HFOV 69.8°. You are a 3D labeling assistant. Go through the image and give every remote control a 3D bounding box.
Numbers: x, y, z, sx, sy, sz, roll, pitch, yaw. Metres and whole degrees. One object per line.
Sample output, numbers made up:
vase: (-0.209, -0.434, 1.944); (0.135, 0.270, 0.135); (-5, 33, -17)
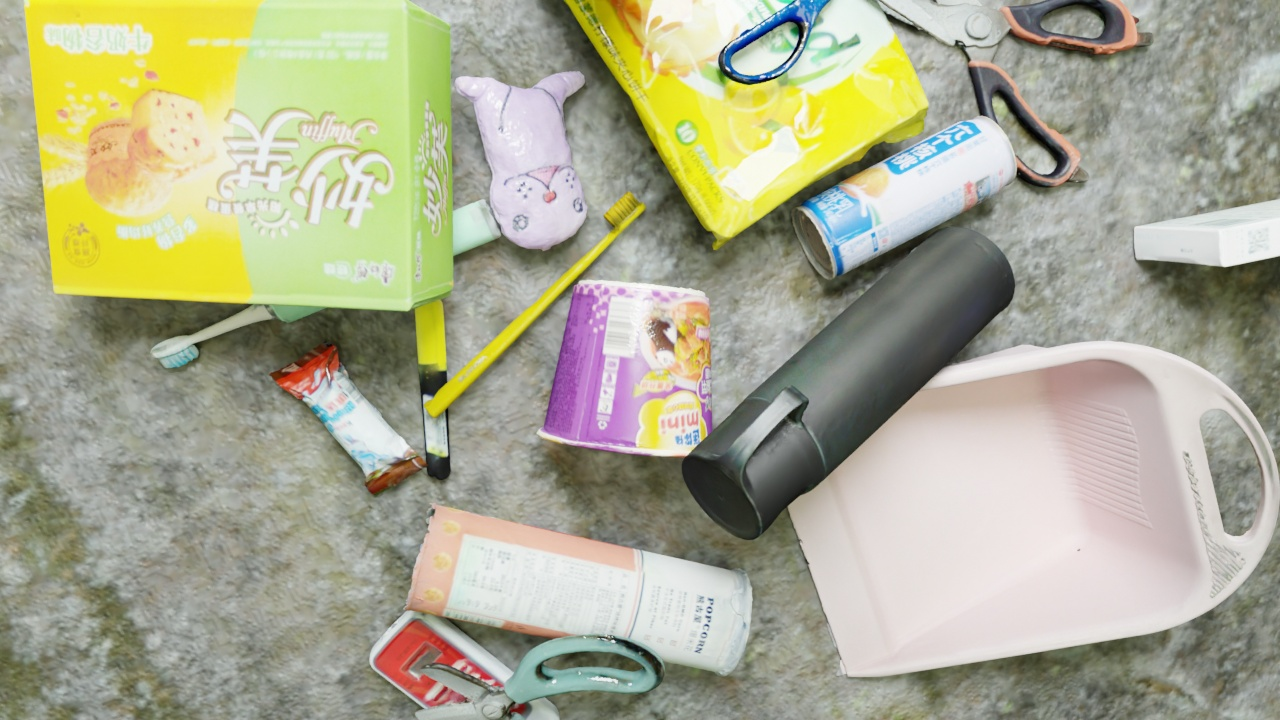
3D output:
remote control: (-0.119, 0.224, 0.627); (0.136, 0.020, 0.056); (44, 91, -13)

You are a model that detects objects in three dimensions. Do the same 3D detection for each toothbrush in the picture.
toothbrush: (-0.068, -0.036, 0.582); (0.016, 0.016, 0.190); (45, 88, -8)
toothbrush: (-0.193, -0.046, 0.563); (0.224, 0.026, 0.027); (-23, 134, -4)

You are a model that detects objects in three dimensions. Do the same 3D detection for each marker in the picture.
marker: (-0.133, 0.018, 0.591); (0.018, 0.015, 0.124); (-4, 104, -13)

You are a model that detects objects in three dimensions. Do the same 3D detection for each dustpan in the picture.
dustpan: (0.239, 0.097, 0.594); (0.273, 0.139, 0.222); (-24, 104, -4)

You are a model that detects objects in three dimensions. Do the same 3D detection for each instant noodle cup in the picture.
instant noodle cup: (-0.003, 0.003, 0.564); (0.111, 0.111, 0.099); (6, 90, -9)

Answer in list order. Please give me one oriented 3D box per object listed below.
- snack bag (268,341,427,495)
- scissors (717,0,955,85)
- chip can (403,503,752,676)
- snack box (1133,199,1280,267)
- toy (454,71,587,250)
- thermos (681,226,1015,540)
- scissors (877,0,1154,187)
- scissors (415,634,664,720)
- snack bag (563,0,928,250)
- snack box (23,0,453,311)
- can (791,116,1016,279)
snack bag: (-0.183, 0.038, 0.581); (0.048, 0.026, 0.104); (-31, 103, 10)
scissors: (0.105, -0.225, 0.510); (0.173, 0.012, 0.162); (-35, 101, -1)
chip can: (-0.040, 0.150, 0.598); (0.214, 0.071, 0.071); (14, 98, -10)
snack box: (0.428, -0.091, 0.613); (0.156, 0.084, 0.027); (-11, 100, -6)
toy: (-0.064, -0.122, 0.562); (0.083, 0.039, 0.108); (-16, 101, -26)
thermos: (0.131, 0.003, 0.540); (0.241, 0.090, 0.068); (-38, 72, -27)
scissors: (0.237, -0.207, 0.601); (0.226, 0.015, 0.189); (-6, 101, -6)
scissors: (-0.056, 0.242, 0.604); (0.170, 0.019, 0.181); (-14, 120, 9)
snack bag: (0.048, -0.201, 0.547); (0.158, 0.068, 0.246); (-34, 102, -1)
snack box: (-0.212, -0.112, 0.501); (0.210, 0.070, 0.158); (3, 102, 7)
can: (0.169, -0.105, 0.589); (0.134, 0.053, 0.053); (-27, 103, -2)
